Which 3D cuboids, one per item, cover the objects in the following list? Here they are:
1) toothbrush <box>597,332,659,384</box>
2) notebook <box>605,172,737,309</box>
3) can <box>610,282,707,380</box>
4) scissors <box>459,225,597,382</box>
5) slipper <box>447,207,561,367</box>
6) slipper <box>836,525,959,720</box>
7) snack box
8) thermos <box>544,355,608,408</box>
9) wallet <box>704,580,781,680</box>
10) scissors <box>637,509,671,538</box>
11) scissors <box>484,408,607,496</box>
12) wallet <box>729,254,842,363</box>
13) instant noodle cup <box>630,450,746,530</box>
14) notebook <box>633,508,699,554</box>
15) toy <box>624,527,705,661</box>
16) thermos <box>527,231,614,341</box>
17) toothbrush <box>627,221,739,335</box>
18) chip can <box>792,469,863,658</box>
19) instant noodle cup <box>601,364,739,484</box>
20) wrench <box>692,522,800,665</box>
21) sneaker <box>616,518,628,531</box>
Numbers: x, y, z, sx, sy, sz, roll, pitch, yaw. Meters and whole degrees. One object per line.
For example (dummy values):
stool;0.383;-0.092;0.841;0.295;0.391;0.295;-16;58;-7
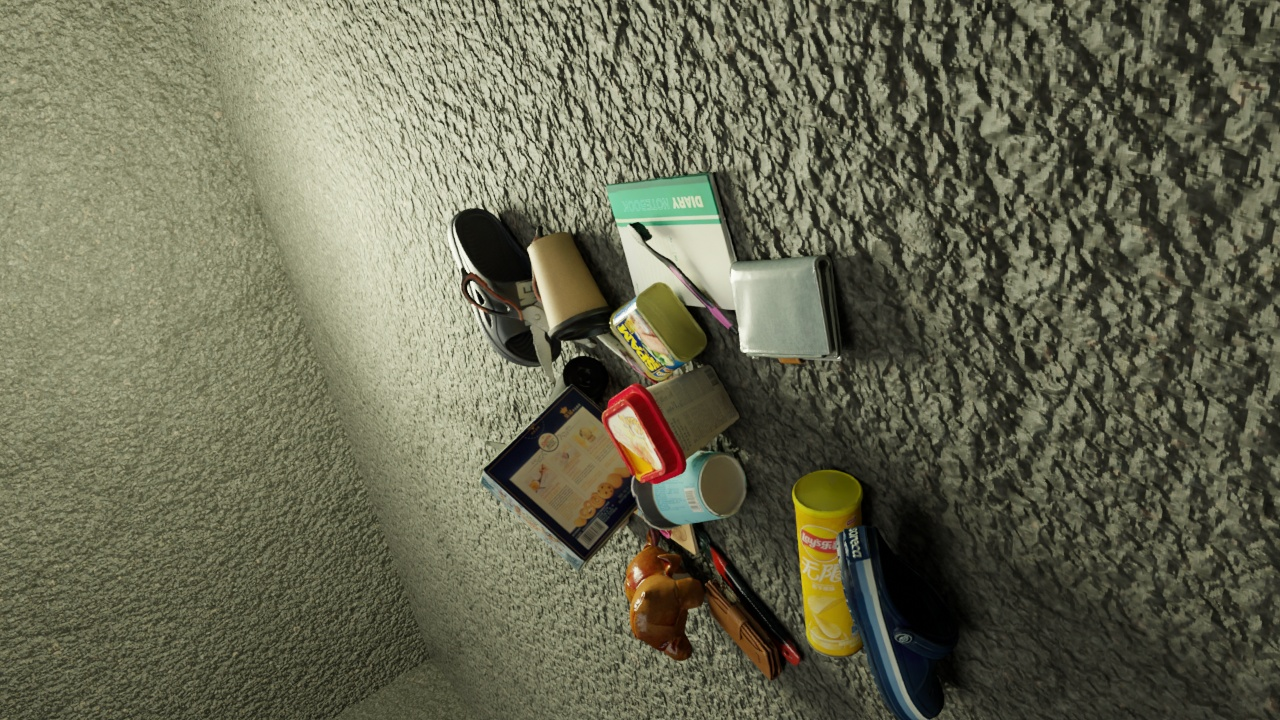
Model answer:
toothbrush;-0.007;0.007;1.227;0.187;0.016;0.017;42;156;33
notebook;0.036;-0.133;1.036;0.209;0.012;0.150;11;122;57
can;0.021;-0.034;1.079;0.102;0.057;0.083;52;155;-2
scissors;-0.159;-0.076;1.293;0.015;0.189;0.223;-14;-82;-80
slipper;-0.198;-0.115;1.345;0.268;0.110;0.084;63;150;7
slipper;0.263;0.255;0.913;0.095;0.104;0.253;-15;122;20
snack box;-0.087;0.152;1.221;0.182;0.177;0.046;40;151;9
thermos;-0.115;0.064;1.408;0.243;0.068;0.090;126;136;-60
wallet;0.140;0.367;1.255;0.132;0.031;0.108;43;161;35
scissors;0.007;0.200;1.331;0.133;0.017;0.135;46;151;44
scissors;-0.105;0.152;1.319;0.232;0.221;0.021;43;-170;-19
wallet;0.144;-0.049;0.902;0.130;0.036;0.106;4;107;57
instant noodle cup;0.067;0.157;1.150;0.121;0.111;0.111;-14;102;53
notebook;0.011;0.182;1.336;0.208;0.008;0.148;23;131;56
toy;0.035;0.335;1.325;0.199;0.130;0.140;-145;67;-72
thermos;-0.095;-0.094;1.219;0.093;0.092;0.143;-37;73;62
toothbrush;0.048;-0.094;1.023;0.189;0.017;0.014;47;149;22
chip can;0.206;0.223;0.993;0.072;0.071;0.214;29;137;47
instant noodle cup;0.039;0.070;1.087;0.116;0.124;0.117;61;153;4
wrench;0.128;0.298;1.251;0.273;0.016;0.056;52;151;20
sneaker;-0.098;0.203;1.409;0.089;0.090;0.242;37;163;48
